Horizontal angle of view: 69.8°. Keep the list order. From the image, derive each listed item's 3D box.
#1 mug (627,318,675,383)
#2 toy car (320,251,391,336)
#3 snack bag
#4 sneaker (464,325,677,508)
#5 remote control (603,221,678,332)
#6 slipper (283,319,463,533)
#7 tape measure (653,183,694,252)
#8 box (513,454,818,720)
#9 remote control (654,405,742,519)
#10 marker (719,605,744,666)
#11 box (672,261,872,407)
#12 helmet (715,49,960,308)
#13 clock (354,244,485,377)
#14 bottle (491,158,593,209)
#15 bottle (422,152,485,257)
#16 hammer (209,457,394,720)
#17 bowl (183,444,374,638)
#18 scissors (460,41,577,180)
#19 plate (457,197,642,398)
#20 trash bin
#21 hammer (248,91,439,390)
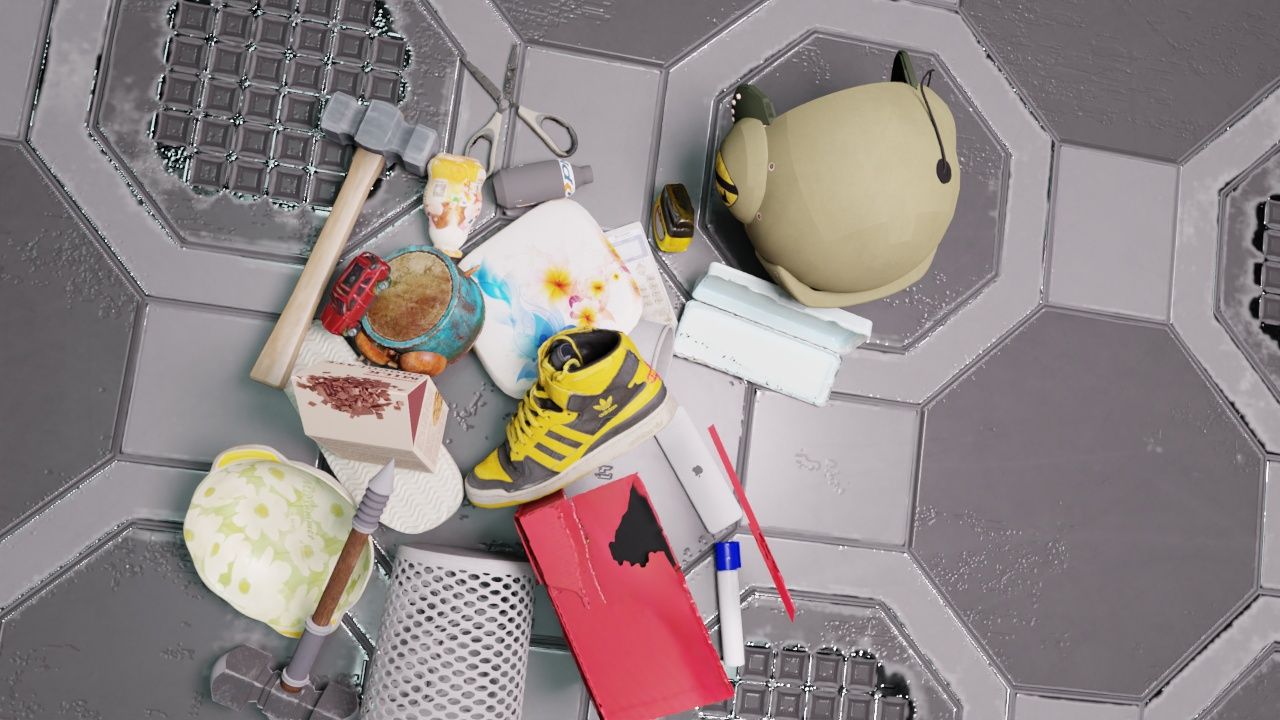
[{"bbox_3d":[-0.006,0.006,1.001,0.070,0.113,0.084,13,41,12],"label":"mug"},{"bbox_3d":[-0.289,-0.067,0.927,0.042,0.036,0.091,32,91,29],"label":"toy car"},{"bbox_3d":[-0.243,0.048,0.842,0.094,0.207,0.069,9,74,-2],"label":"snack bag"},{"bbox_3d":[-0.092,0.054,0.918,0.239,0.086,0.122,-27,116,5],"label":"sneaker"},{"bbox_3d":[-0.001,-0.087,1.043,0.050,0.011,0.136,-20,89,-10],"label":"remote control"},{"bbox_3d":[-0.285,0.069,0.969,0.115,0.052,0.263,-39,81,-13],"label":"slipper"},{"bbox_3d":[0.039,-0.156,1.028,0.037,0.064,0.065,-3,53,-16],"label":"tape measure"},{"bbox_3d":[-0.027,0.220,0.835,0.123,0.379,0.211,-22,88,-27],"label":"box"},{"bbox_3d":[0.063,0.123,1.036,0.045,0.008,0.146,-29,90,-10],"label":"remote control"},{"bbox_3d":[0.101,0.270,1.023,0.027,0.023,0.133,-1,85,-30],"label":"marker"},{"bbox_3d":[0.145,-0.029,1.026,0.197,0.078,0.122,19,101,-8],"label":"box"},{"bbox_3d":[0.204,-0.173,0.946,0.250,0.256,0.233,-14,84,-8],"label":"helmet"},{"bbox_3d":[-0.233,-0.037,0.958,0.121,0.073,0.157,18,76,22],"label":"clock"},{"bbox_3d":[-0.108,-0.197,1.018,0.112,0.047,0.047,-12,87,-9],"label":"bottle"},{"bbox_3d":[-0.205,-0.168,0.994,0.063,0.063,0.109,10,99,-8],"label":"bottle"},{"bbox_3d":[-0.299,0.227,0.888,0.156,0.043,0.323,26,108,-6],"label":"hammer"},{"bbox_3d":[-0.353,0.171,0.922,0.188,0.060,0.219,-9,110,7],"label":"bowl"},{"bbox_3d":[-0.143,-0.275,1.035,0.157,0.012,0.170,20,84,-8],"label":"scissors"},{"bbox_3d":[-0.108,-0.070,0.978,0.187,0.016,0.187,-35,72,4],"label":"plate"},{"bbox_3d":[-0.186,0.283,0.915,0.156,0.156,0.183,10,81,-8],"label":"trash bin"},{"bbox_3d":[-0.326,-0.124,0.966,0.117,0.051,0.322,21,79,-4],"label":"hammer"}]
